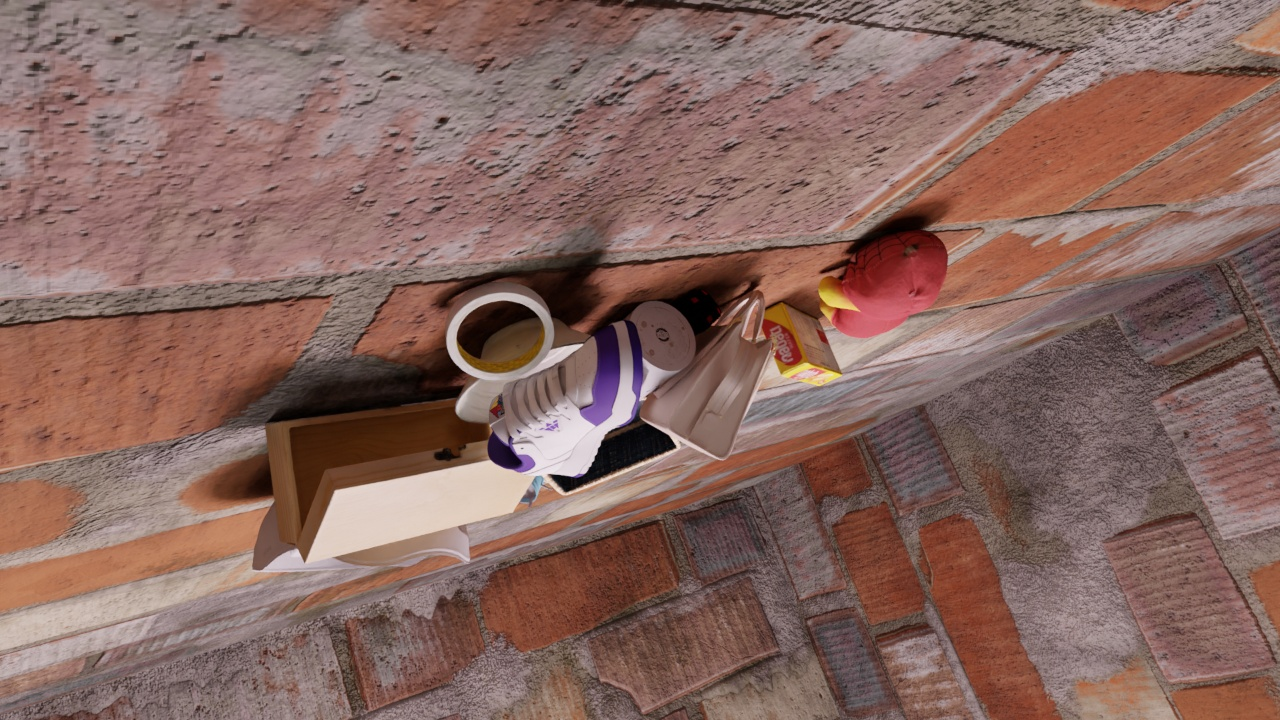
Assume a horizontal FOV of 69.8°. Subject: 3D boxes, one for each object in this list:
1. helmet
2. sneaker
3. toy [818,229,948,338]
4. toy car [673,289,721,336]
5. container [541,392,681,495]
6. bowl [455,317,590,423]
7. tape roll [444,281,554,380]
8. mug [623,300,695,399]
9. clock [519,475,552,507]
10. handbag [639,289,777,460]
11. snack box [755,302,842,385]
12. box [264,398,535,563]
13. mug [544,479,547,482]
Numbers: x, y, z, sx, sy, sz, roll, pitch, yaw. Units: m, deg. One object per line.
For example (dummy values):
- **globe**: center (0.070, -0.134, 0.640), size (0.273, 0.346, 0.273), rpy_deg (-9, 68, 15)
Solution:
- **helmet**: center (-0.347, 0.211, 1.138), size (0.224, 0.183, 0.283), rpy_deg (15, 138, -44)
- **sneaker**: center (-0.081, 0.037, 0.860), size (0.111, 0.091, 0.245), rpy_deg (2, 148, -22)
- **toy**: center (0.298, -0.090, 1.112), size (0.147, 0.098, 0.216), rpy_deg (-27, 172, -6)
- **toy car**: center (0.053, -0.047, 1.035), size (0.092, 0.042, 0.036), rpy_deg (-34, -174, 46)
- **container**: center (-0.057, 0.091, 1.234), size (0.187, 0.071, 0.145), rpy_deg (-23, 140, 9)
- **bowl**: center (-0.111, 0.001, 0.934), size (0.176, 0.057, 0.177), rpy_deg (-19, 161, -7)
- **tape roll**: center (-0.124, -0.025, 0.806), size (0.094, 0.019, 0.094), rpy_deg (-8, 128, -10)
- **mug**: center (-0.006, 0.006, 1.006), size (0.097, 0.083, 0.119), rpy_deg (-38, -158, 51)
- **clock**: center (-0.184, 0.150, 1.264), size (0.088, 0.123, 0.041), rpy_deg (-32, -161, 48)
- **handbag**: center (0.091, 0.004, 1.064), size (0.197, 0.101, 0.195), rpy_deg (-61, -171, -4)
- **snack box**: center (0.223, -0.019, 1.265), size (0.042, 0.092, 0.200), rpy_deg (-26, 165, 21)
- **box**: center (-0.243, 0.123, 0.967), size (0.247, 0.142, 0.179), rpy_deg (-7, -161, -42)
- **mug**: center (-0.135, 0.140, 1.378), size (0.111, 0.085, 0.104), rpy_deg (18, -175, 7)
